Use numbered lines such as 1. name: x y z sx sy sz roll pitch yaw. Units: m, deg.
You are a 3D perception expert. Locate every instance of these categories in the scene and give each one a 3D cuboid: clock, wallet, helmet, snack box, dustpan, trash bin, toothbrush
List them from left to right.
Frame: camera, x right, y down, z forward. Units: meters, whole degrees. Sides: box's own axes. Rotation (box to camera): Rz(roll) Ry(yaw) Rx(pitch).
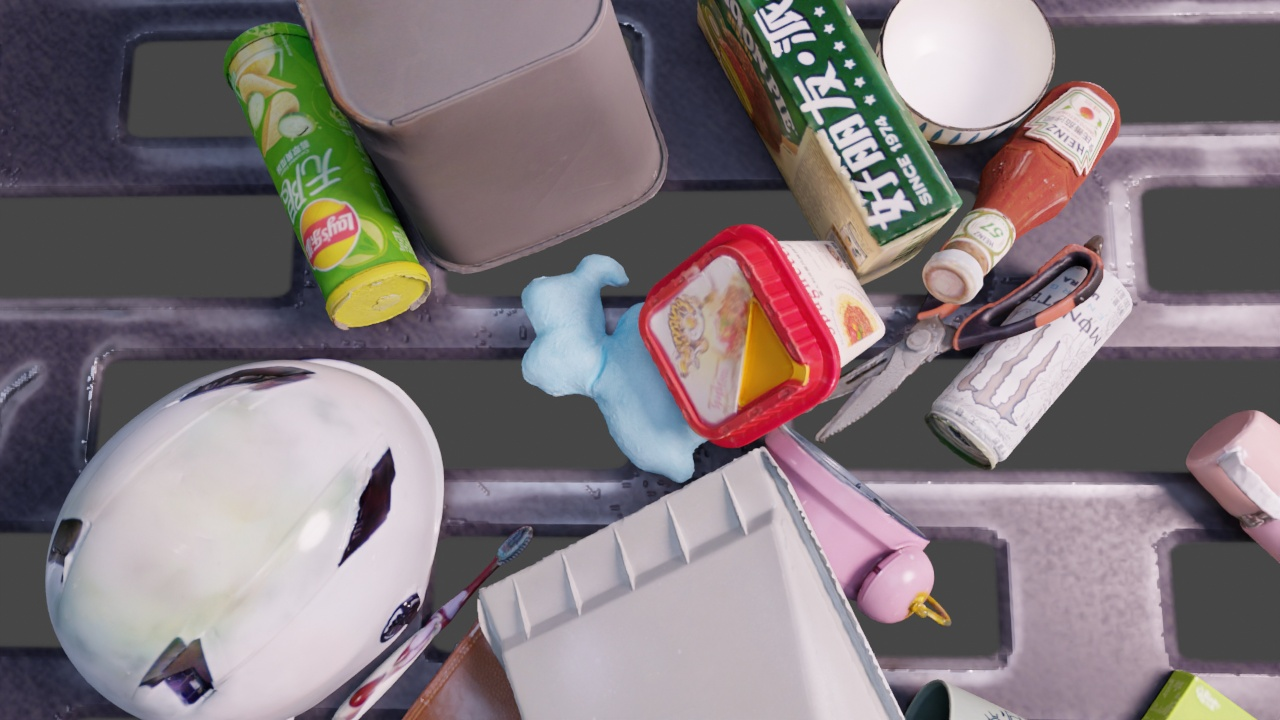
1. helmet: -0.254 0.109 0.575 0.229 0.146 0.258 42 85 8
2. toothbrush: -0.141 0.181 0.623 0.016 0.017 0.187 44 85 9
3. trash bin: -0.101 -0.192 0.579 0.199 0.220 0.198 -23 80 0
4. wallet: -0.086 0.240 0.607 0.124 0.032 0.101 37 87 8
5. dustpan: 0.050 0.228 0.548 0.223 0.142 0.257 -30 56 18
6. snack box: 0.117 -0.173 0.618 0.063 0.114 0.240 -26 80 -1
7. clock: 0.131 0.108 0.576 0.158 0.117 0.060 38 94 10
8. snack box: 0.339 0.287 0.582 0.086 0.026 0.156 38 84 7

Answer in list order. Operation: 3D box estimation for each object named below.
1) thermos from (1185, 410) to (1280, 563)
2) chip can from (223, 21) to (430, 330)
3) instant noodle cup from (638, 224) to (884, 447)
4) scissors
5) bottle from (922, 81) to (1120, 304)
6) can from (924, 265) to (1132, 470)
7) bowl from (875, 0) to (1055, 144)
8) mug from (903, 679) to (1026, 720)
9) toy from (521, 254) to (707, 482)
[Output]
1. thermos: 0.440 0.120 0.574 0.198 0.087 0.067 46 119 6
2. chip can: -0.222 -0.132 0.641 0.072 0.072 0.221 -27 76 -2
3. instant noodle cup: 0.083 -0.021 0.583 0.117 0.124 0.116 -37 78 41
4. scissors: 0.202 -0.028 0.621 0.198 0.015 0.212 -1 57 35
5. bottle: 0.246 -0.109 0.595 0.060 0.060 0.205 41 61 8
6. can: 0.258 0.002 0.613 0.058 0.058 0.146 42 85 8
7. bowl: 0.219 -0.202 0.643 0.116 0.066 0.116 0 81 1
8. mug: 0.215 0.261 0.549 0.106 0.111 0.082 26 110 4
9. toy: -0.004 0.004 0.629 0.156 0.050 0.161 0 76 -2
